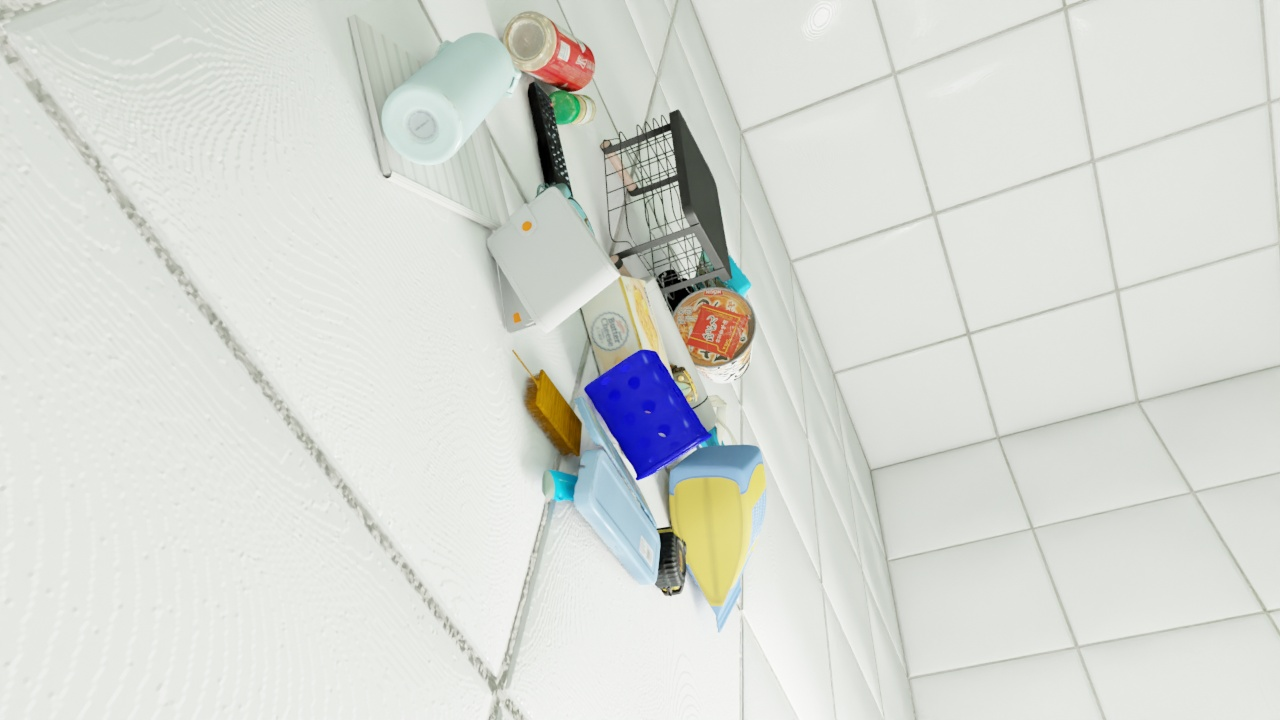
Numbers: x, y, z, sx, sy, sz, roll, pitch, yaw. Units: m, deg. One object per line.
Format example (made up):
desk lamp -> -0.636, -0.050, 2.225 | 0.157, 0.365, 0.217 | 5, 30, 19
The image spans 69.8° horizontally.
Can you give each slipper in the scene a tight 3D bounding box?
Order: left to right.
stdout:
slipper -> 0.111, 0.102, 1.360 | 0.118, 0.060, 0.295 | -87, 153, -58

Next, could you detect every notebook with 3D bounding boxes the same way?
notebook -> -0.180, -0.200, 0.822 | 0.209, 0.009, 0.142 | 15, 58, -70

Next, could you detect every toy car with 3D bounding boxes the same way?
toy car -> 0.027, 0.031, 1.165 | 0.112, 0.047, 0.047 | 16, -46, 61

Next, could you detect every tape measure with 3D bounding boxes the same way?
tape measure -> 0.027, 0.221, 1.015 | 0.063, 0.038, 0.067 | 67, 19, -45

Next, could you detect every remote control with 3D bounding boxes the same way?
remote control -> -0.109, -0.256, 1.084 | 0.047, 0.022, 0.150 | 35, 39, -63

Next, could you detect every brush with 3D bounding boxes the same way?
brush -> -0.091, 0.038, 0.853 | 0.048, 0.017, 0.126 | -89, 155, -46

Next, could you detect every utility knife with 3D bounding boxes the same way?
utility knife -> -0.059, 0.125, 0.872 | 0.174, 0.015, 0.031 | 35, 42, -66

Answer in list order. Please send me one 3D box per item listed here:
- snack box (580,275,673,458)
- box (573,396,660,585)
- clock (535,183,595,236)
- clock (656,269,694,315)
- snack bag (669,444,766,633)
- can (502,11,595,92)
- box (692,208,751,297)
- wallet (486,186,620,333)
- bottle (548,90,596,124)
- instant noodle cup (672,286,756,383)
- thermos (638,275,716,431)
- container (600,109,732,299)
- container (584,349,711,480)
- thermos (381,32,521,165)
snack box -> -0.006, 0.006, 1.083 | 0.104, 0.058, 0.208 | -1, 74, -73
box -> -0.020, 0.133, 0.919 | 0.209, 0.034, 0.127 | 63, 17, -50
clock -> -0.085, -0.137, 0.985 | 0.124, 0.053, 0.090 | 52, 26, -50
clock -> 0.056, -0.087, 1.396 | 0.120, 0.043, 0.091 | 41, 36, -60
snack bag -> 0.106, 0.222, 1.175 | 0.158, 0.102, 0.205 | -19, 104, -73
can -> -0.108, -0.374, 1.124 | 0.170, 0.067, 0.067 | -20, 93, -73
box -> 0.111, -0.136, 1.442 | 0.227, 0.071, 0.181 | 99, -21, -69
wallet -> -0.094, -0.086, 0.847 | 0.118, 0.115, 0.037 | 56, 9, 26
bottle -> -0.087, -0.324, 1.181 | 0.110, 0.043, 0.043 | -47, 118, -71
instant noodle cup -> 0.114, -0.027, 1.348 | 0.122, 0.124, 0.123 | 59, 19, -66
thermos -> 0.039, -0.002, 1.226 | 0.224, 0.052, 0.052 | 65, 18, -15
container -> 0.030, -0.211, 1.286 | 0.163, 0.130, 0.240 | 52, 26, -49
container -> 0.007, 0.056, 0.982 | 0.113, 0.085, 0.084 | 58, 10, 9
thermos -> -0.159, -0.232, 0.791 | 0.078, 0.065, 0.206 | 23, 31, -8
